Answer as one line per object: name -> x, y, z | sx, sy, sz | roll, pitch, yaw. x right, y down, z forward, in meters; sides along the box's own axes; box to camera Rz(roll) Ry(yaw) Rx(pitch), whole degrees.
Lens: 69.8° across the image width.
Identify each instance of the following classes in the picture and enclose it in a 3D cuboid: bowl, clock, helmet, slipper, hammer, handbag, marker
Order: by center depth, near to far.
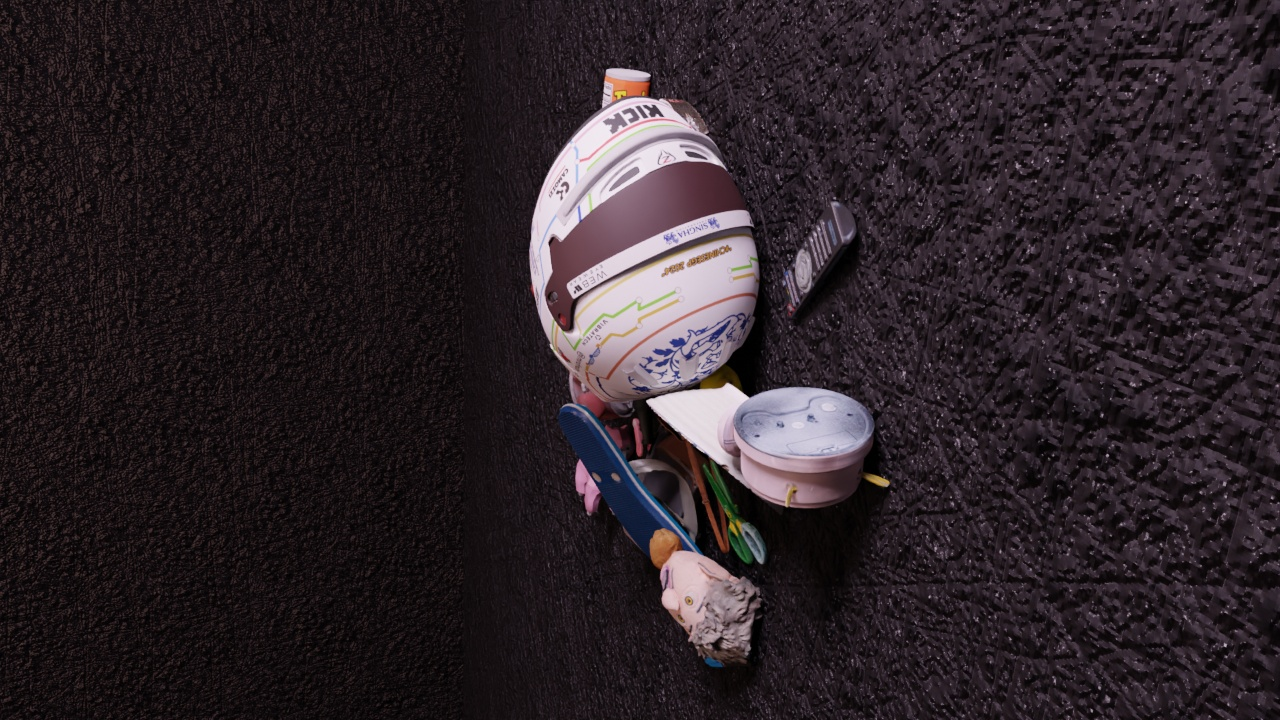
clock -> 0.132, 0.067, 0.802 | 0.158, 0.116, 0.059 | -131, 34, -58
bowl -> 0.095, 0.073, 0.930 | 0.071, 0.177, 0.177 | -50, 24, -1
helmet -> 0.010, -0.086, 0.959 | 0.236, 0.230, 0.315 | 59, 155, 19
handbag -> 0.067, 0.127, 1.058 | 0.093, 0.043, 0.195 | 30, -137, -66
marker -> 0.104, 0.348, 1.068 | 0.123, 0.015, 0.018 | 138, 130, -64
slipper -> 0.005, 0.163, 1.121 | 0.295, 0.060, 0.118 | 55, 148, -8
hammer -> 0.036, -0.166, 1.178 | 0.140, 0.036, 0.326 | -135, 45, -65
clock -> -0.051, 0.032, 1.302 | 0.062, 0.156, 0.110 | -9, 92, 27

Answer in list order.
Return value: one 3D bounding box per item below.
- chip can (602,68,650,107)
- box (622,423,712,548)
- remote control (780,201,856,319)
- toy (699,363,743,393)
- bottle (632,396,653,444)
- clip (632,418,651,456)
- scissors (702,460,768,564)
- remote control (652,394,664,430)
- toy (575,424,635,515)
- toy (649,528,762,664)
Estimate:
chip can -> -0.028, -0.300, 1.303 | 0.062, 0.062, 0.211 | -124, 36, -57
box -> 0.038, 0.155, 1.208 | 0.121, 0.094, 0.218 | 46, 143, 22
remote control -> 0.161, -0.089, 0.843 | 0.141, 0.021, 0.045 | 115, 149, -62
toy -> 0.090, 0.048, 1.034 | 0.094, 0.041, 0.095 | 115, 146, -65
bottle -> 0.005, 0.057, 1.295 | 0.033, 0.033, 0.123 | 150, 116, -69
clip -> -0.002, 0.110, 1.315 | 0.023, 0.039, 0.059 | 117, 150, -61
scissors -> 0.103, 0.164, 0.992 | 0.078, 0.013, 0.132 | -7, 107, 67
remote control -> 0.025, 0.038, 1.266 | 0.039, 0.010, 0.124 | 149, 117, -69
toy -> -0.054, 0.162, 1.431 | 0.123, 0.067, 0.158 | -124, 40, -59
toy -> 0.063, 0.261, 1.025 | 0.176, 0.076, 0.133 | 45, 134, 30
